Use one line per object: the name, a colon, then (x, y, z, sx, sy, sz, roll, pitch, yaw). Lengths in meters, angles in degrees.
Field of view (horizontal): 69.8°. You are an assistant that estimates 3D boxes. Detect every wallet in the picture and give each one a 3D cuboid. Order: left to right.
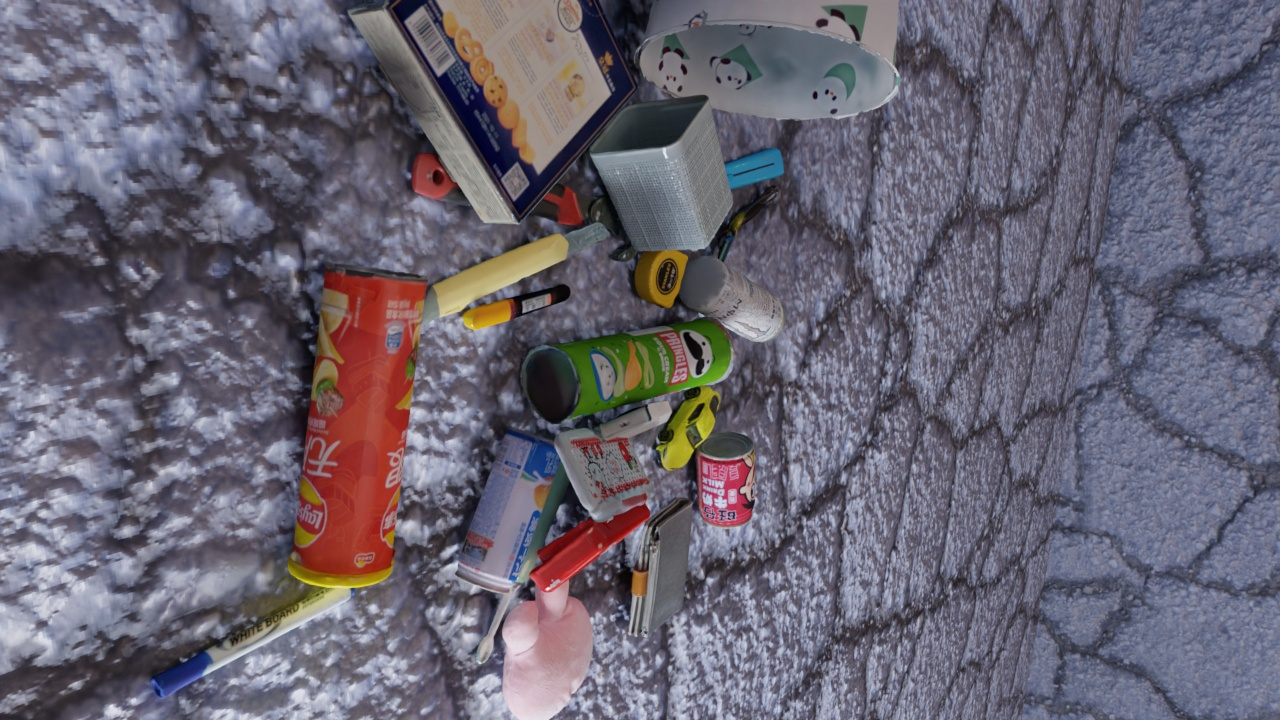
wallet: (0.020, 0.224, 1.000, 0.106, 0.037, 0.130, -17, 116, -60)

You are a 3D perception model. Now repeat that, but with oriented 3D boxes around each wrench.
wrench: (-0.083, -0.130, 0.771, 0.273, 0.016, 0.056, 8, 94, -53)

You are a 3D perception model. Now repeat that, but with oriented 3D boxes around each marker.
marker: (-0.264, 0.190, 0.640, 0.145, 0.017, 0.017, -23, 119, -47)
marker: (-0.102, -0.047, 0.775, 0.123, 0.015, 0.018, -22, 120, -50)

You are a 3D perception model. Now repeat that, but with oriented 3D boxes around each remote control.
remote control: (-0.001, 0.056, 0.868, 0.024, 0.049, 0.125, 67, 10, 5)

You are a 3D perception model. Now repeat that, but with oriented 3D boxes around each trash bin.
trash bin: (0.124, -0.368, 0.802, 0.229, 0.230, 0.252, 9, 88, -53)

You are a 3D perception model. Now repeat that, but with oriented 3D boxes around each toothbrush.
toothbrush: (-0.101, 0.166, 0.834, 0.026, 0.027, 0.224, 25, 79, -16)

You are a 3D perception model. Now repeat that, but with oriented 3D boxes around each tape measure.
tape measure: (0.017, -0.084, 0.902, 0.057, 0.029, 0.060, 16, 88, -54)

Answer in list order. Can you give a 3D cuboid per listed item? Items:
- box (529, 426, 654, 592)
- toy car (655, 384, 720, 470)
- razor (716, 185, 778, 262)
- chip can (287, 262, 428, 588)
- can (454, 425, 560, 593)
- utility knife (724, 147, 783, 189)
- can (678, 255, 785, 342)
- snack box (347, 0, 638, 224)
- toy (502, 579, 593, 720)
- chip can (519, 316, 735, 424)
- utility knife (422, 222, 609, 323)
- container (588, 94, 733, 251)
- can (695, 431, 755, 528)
box: (-0.049, 0.123, 0.826, 0.110, 0.100, 0.201, -39, 171, 8)
toy car: (0.055, 0.075, 1.000, 0.105, 0.032, 0.048, -54, 138, -24)
razor: (0.115, -0.157, 1.011, 0.142, 0.022, 0.043, -49, 168, -36)
chip can: (-0.195, 0.043, 0.637, 0.073, 0.073, 0.216, 2, 99, -52)
can: (-0.112, 0.127, 0.785, 0.053, 0.053, 0.134, 30, 78, -52)
utility knife: (0.082, -0.189, 0.962, 0.233, 0.018, 0.034, -26, 122, -43)
can: (0.101, -0.064, 0.992, 0.146, 0.058, 0.058, 23, 83, -53)
snack box: (-0.096, -0.227, 0.682, 0.182, 0.046, 0.178, -55, 134, -29)
toy: (-0.087, 0.262, 0.856, 0.121, 0.054, 0.160, -47, 141, -45)
chip can: (-0.005, 0.005, 0.868, 0.235, 0.072, 0.072, -11, 110, -49)
utility knife: (-0.097, -0.078, 0.756, 0.201, 0.021, 0.031, -26, 124, -33)
container: (0.025, -0.164, 0.823, 0.089, 0.090, 0.111, -59, 139, -38)
can: (0.097, 0.136, 1.045, 0.066, 0.067, 0.094, -27, 122, -45)
